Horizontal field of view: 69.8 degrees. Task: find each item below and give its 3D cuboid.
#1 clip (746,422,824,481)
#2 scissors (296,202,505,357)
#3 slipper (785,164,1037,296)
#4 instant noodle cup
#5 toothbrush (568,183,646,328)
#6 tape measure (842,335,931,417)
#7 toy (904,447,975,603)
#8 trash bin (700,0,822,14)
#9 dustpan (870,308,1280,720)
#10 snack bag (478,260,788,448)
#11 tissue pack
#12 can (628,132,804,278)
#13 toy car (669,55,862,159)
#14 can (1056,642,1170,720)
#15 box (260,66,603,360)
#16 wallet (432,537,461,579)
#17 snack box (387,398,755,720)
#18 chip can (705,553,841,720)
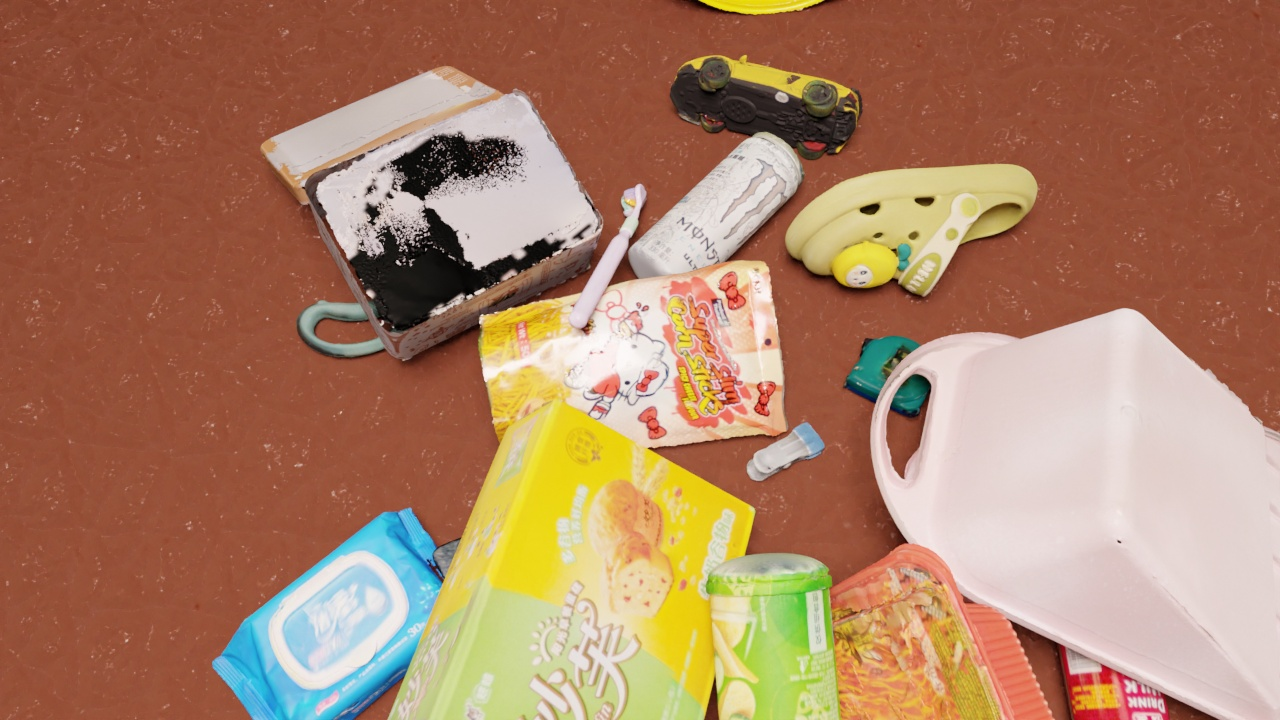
[{"bbox_3d":[0.102,0.066,0.646,0.057,0.030,0.024,-26,68,-20],"label":"clip"},{"bbox_3d":[-0.193,-0.080,0.730,0.172,0.019,0.179,-17,64,-3],"label":"scissors"},{"bbox_3d":[0.206,-0.092,0.675,0.190,0.092,0.081,-10,67,-5],"label":"slipper"},{"bbox_3d":[0.159,0.208,0.510,0.079,0.165,0.188,-2,62,-31],"label":"instant noodle cup"},{"bbox_3d":[-0.022,-0.078,0.666,0.021,0.029,0.188,24,37,-4],"label":"toothbrush"},{"bbox_3d":[0.183,0.008,0.662,0.058,0.025,0.054,27,70,14],"label":"tape measure"},{"bbox_3d":[0.251,0.107,0.600,0.159,0.054,0.121,10,63,0],"label":"toy"},{"bbox_3d":[0.105,-0.479,0.793,0.229,0.230,0.254,-4,60,1],"label":"trash bin"},{"bbox_3d":[0.288,0.087,0.582,0.273,0.139,0.221,41,51,-18],"label":"dustpan"},{"bbox_3d":[-0.004,0.004,0.649,0.208,0.073,0.128,-9,89,-1],"label":"snack bag"},{"bbox_3d":[-0.190,0.174,0.592,0.157,0.052,0.095,-39,69,-14],"label":"tissue pack"},{"bbox_3d":[0.059,-0.110,0.706,0.058,0.058,0.146,40,73,19],"label":"can"},{"bbox_3d":[0.100,-0.210,0.743,0.156,0.071,0.041,16,68,11],"label":"toy car"},{"bbox_3d":[0.285,0.217,0.543,0.053,0.053,0.132,-1,65,3],"label":"can"},{"bbox_3d":[-0.166,-0.138,0.692,0.178,0.124,0.274,-29,60,-17],"label":"box"},{"bbox_3d":[-0.067,0.155,0.590,0.097,0.019,0.121,-17,60,-35],"label":"wallet"},{"bbox_3d":[-0.032,0.150,0.535,0.157,0.070,0.209,31,58,-20],"label":"snack box"},{"bbox_3d":[0.078,0.219,0.505,0.072,0.072,0.221,-4,81,1],"label":"chip can"}]
